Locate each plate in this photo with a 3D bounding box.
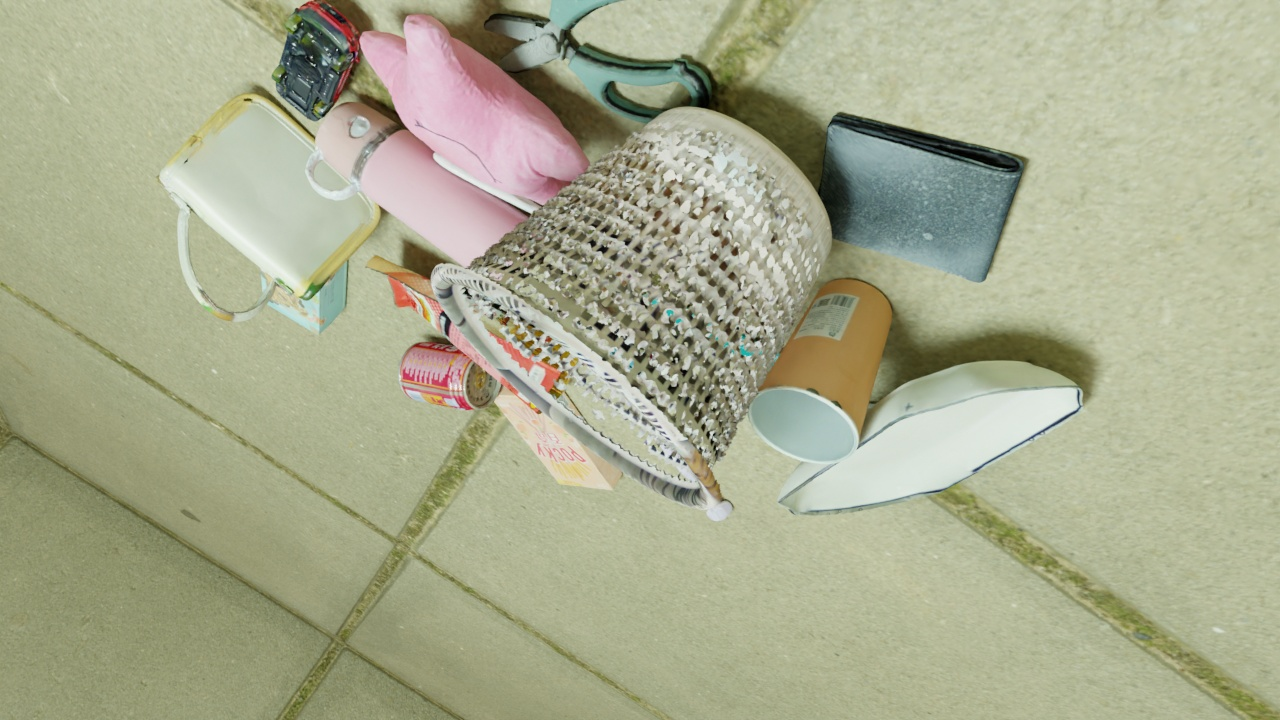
[{"bbox_3d":[0.208,0.063,0.700,0.162,0.034,0.266,-1,154,-20],"label":"plate"}]

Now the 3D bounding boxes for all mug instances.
[{"bbox_3d":[0.134,0.002,0.654,0.078,0.122,0.078,20,145,15],"label":"mug"}]

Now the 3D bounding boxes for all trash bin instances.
[{"bbox_3d":[0.012,-0.047,0.595,0.227,0.192,0.228,36,165,11],"label":"trash bin"}]

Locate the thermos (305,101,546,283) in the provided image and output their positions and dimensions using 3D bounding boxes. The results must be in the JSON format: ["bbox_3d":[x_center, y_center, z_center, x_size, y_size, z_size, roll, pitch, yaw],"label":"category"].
[{"bbox_3d":[-0.179,-0.130,0.755,0.198,0.087,0.067,35,162,1],"label":"thermos"}]

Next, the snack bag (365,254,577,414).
[{"bbox_3d":[-0.164,-0.029,0.898,0.208,0.073,0.129,31,168,6],"label":"snack bag"}]

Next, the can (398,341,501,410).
[{"bbox_3d":[-0.203,0.017,0.985,0.094,0.066,0.066,8,140,31],"label":"can"}]

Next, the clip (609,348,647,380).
[{"bbox_3d":[-0.005,0.003,0.861,0.057,0.014,0.048,37,148,-10],"label":"clip"}]

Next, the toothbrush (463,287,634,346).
[{"bbox_3d":[-0.089,-0.043,0.869,0.190,0.014,0.016,17,169,22],"label":"toothbrush"}]

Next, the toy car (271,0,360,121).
[{"bbox_3d":[-0.252,-0.236,0.718,0.053,0.045,0.121,39,151,-15],"label":"toy car"}]

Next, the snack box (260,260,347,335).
[{"bbox_3d":[-0.353,-0.102,0.963,0.074,0.051,0.175,32,147,0],"label":"snack box"}]

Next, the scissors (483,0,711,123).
[{"bbox_3d":[-0.026,-0.202,0.612,0.178,0.019,0.169,-11,129,43],"label":"scissors"}]

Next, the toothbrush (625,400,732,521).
[{"bbox_3d":[0.038,0.099,0.947,0.029,0.021,0.189,-31,117,11],"label":"toothbrush"}]

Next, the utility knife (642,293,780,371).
[{"bbox_3d":[0.088,-0.011,0.770,0.209,0.013,0.029,27,144,11],"label":"utility knife"}]

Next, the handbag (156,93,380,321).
[{"bbox_3d":[-0.346,-0.124,0.818,0.163,0.178,0.063,44,150,-20],"label":"handbag"}]

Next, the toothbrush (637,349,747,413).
[{"bbox_3d":[0.072,0.029,0.832,0.187,0.016,0.017,26,138,8],"label":"toothbrush"}]

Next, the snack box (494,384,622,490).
[{"bbox_3d":[-0.092,0.084,1.019,0.085,0.026,0.157,-1,135,38],"label":"snack box"}]

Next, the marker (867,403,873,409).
[{"bbox_3d":[0.173,0.043,0.771,0.131,0.018,0.023,7,132,32],"label":"marker"}]

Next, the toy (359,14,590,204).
[{"bbox_3d":[-0.117,-0.171,0.670,0.194,0.074,0.179,37,169,-30],"label":"toy"}]

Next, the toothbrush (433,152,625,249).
[{"bbox_3d":[-0.084,-0.125,0.741,0.180,0.016,0.016,28,138,-7],"label":"toothbrush"}]

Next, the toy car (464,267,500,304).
[{"bbox_3d":[-0.140,-0.087,0.836,0.049,0.031,0.106,26,147,9],"label":"toy car"}]

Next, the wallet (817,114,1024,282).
[{"bbox_3d":[0.172,-0.102,0.588,0.121,0.019,0.097,20,146,18],"label":"wallet"}]
